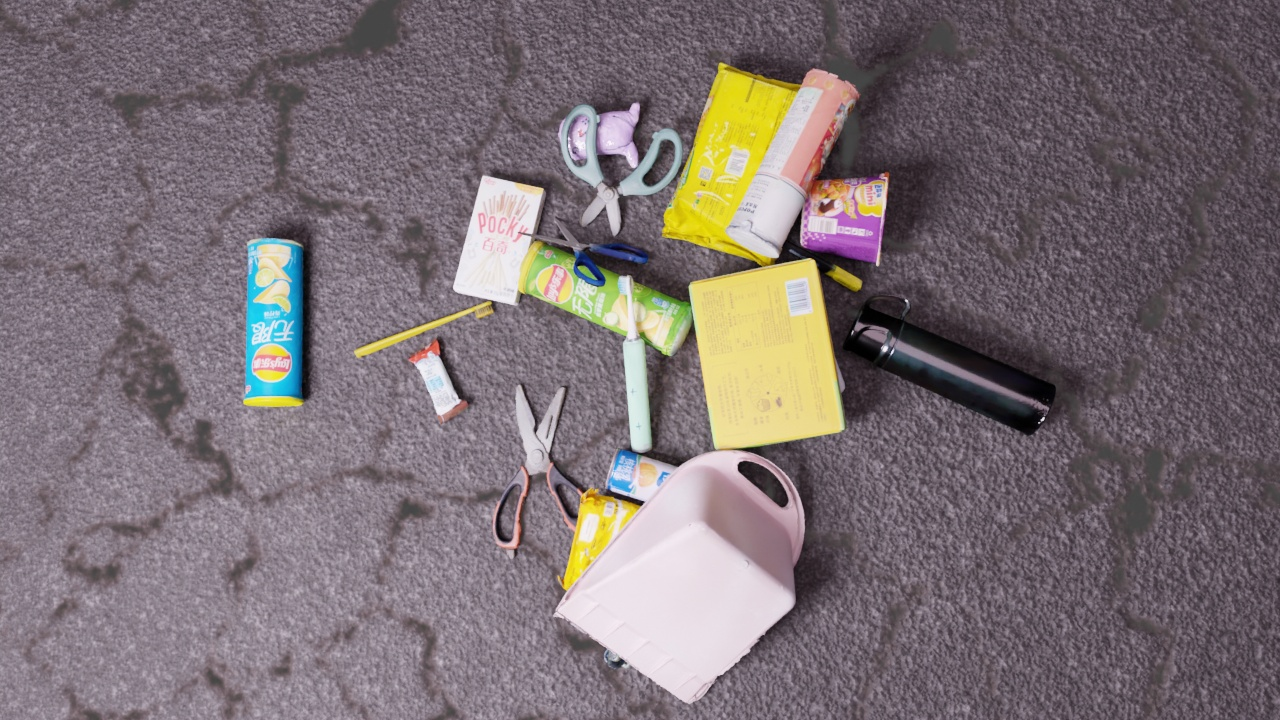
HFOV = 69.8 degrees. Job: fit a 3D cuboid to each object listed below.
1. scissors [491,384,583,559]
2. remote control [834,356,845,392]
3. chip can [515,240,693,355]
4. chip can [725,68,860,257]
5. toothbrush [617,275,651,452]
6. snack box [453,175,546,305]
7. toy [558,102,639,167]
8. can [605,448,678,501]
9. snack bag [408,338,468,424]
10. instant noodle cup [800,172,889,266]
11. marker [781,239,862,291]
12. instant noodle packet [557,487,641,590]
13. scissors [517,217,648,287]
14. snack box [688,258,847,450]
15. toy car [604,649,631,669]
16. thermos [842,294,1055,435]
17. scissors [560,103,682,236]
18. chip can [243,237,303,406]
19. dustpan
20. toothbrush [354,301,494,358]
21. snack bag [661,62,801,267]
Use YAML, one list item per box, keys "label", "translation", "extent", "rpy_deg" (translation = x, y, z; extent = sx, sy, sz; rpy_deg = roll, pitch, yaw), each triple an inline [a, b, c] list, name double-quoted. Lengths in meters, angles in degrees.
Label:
- label: "scissors"
  translation: [-0.128, 0.144, 1.160]
  extent: [0.189, 0.015, 0.226]
  rpy_deg: [-39, 81, 0]
- label: "remote control"
  translation: [0.209, -0.016, 1.147]
  extent: [0.056, 0.020, 0.136]
  rpy_deg: [-18, 82, 2]
- label: "chip can"
  translation: [-0.042, -0.077, 1.150]
  extent: [0.221, 0.072, 0.072]
  rpy_deg: [24, 85, 7]
- label: "chip can"
  translation: [0.179, -0.232, 1.082]
  extent: [0.071, 0.071, 0.214]
  rpy_deg: [27, 88, 7]
- label: "toothbrush"
  translation: [-0.007, 0.007, 1.115]
  extent: [0.027, 0.026, 0.225]
  rpy_deg: [5, 110, 27]
- label: "snack box"
  translation: [-0.183, -0.156, 1.194]
  extent: [0.085, 0.027, 0.156]
  rpy_deg: [13, 85, 6]
- label: "toy"
  translation: [-0.054, -0.291, 1.193]
  extent: [0.108, 0.039, 0.084]
  rpy_deg: [-1, 91, 4]
- label: "can"
  translation: [0.028, 0.152, 1.125]
  extent: [0.134, 0.053, 0.053]
  rpy_deg: [17, 85, 7]
- label: "snack bag"
  translation: [-0.260, 0.026, 1.178]
  extent: [0.048, 0.026, 0.104]
  rpy_deg: [-31, 82, 7]
- label: "instant noodle cup"
  translation: [0.250, -0.175, 1.125]
  extent: [0.099, 0.111, 0.111]
  rpy_deg: [7, 84, 15]
- label: "marker"
  translation: [0.223, -0.118, 1.138]
  extent: [0.124, 0.018, 0.015]
  rpy_deg: [26, 63, -15]
- label: "instant noodle packet"
  translation: [-0.034, 0.227, 1.123]
  extent: [0.110, 0.044, 0.128]
  rpy_deg: [16, 88, -8]
- label: "scissors"
  translation: [-0.067, -0.138, 1.149]
  extent: [0.162, 0.173, 0.012]
  rpy_deg: [-1, 125, -29]
- label: "snack box"
  translation: [0.154, -0.004, 1.111]
  extent: [0.158, 0.070, 0.210]
  rpy_deg: [-11, 84, 15]
- label: "toy car"
  translation: [-0.007, 0.336, 1.113]
  extent: [0.090, 0.043, 0.034]
  rpy_deg: [-44, 55, -4]
- label: "thermos"
  translation: [0.373, -0.001, 1.106]
  extent: [0.242, 0.068, 0.090]
  rpy_deg: [26, 90, 7]
- label: "scissors"
  translation: [-0.041, -0.257, 1.172]
  extent: [0.181, 0.019, 0.170]
  rpy_deg: [43, 102, -9]
- label: "chip can"
  translation: [-0.471, -0.047, 1.183]
  extent: [0.071, 0.071, 0.210]
  rpy_deg: [-2, 83, 4]
- label: "dustpan"
  translation: [0.071, 0.245, 1.092]
  extent: [0.274, 0.138, 0.222]
  rpy_deg: [-40, 111, 21]
- label: "toothbrush"
  translation: [-0.281, -0.038, 1.194]
  extent: [0.190, 0.015, 0.016]
  rpy_deg: [-19, 88, 2]
- label: "snack bag"
  translation: [0.133, -0.248, 1.158]
  extent: [0.158, 0.068, 0.246]
  rpy_deg: [19, 86, 7]
